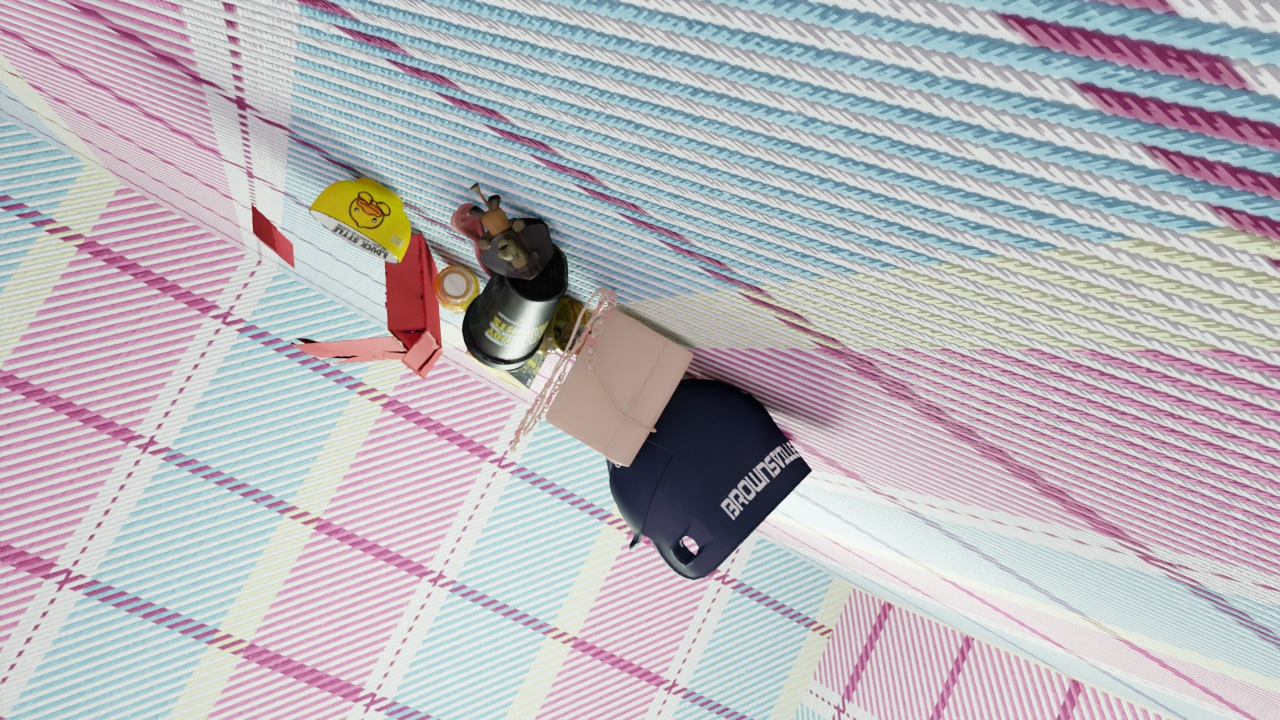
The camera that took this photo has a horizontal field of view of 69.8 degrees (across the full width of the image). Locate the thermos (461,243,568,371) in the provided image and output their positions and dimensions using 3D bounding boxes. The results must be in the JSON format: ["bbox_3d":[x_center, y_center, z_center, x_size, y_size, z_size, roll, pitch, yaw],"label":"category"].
[{"bbox_3d":[-0.139,-0.059,1.011,0.098,0.098,0.221,29,156,-8],"label":"thermos"}]

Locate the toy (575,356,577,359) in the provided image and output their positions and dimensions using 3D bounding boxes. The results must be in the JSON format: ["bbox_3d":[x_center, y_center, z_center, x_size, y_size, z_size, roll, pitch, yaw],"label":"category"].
[{"bbox_3d":[-0.054,0.000,1.351,0.090,0.070,0.103,4,135,37],"label":"toy"}]

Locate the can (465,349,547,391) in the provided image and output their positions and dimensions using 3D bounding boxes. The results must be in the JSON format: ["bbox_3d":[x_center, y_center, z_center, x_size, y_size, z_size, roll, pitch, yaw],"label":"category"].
[{"bbox_3d":[-0.189,-0.026,1.368,0.075,0.104,0.135,24,170,19],"label":"can"}]

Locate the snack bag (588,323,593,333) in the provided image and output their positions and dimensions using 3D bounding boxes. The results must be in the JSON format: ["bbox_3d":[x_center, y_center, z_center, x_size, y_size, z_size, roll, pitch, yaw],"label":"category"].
[{"bbox_3d":[-0.051,-0.026,1.248,0.155,0.018,0.075,34,166,-32],"label":"snack bag"}]

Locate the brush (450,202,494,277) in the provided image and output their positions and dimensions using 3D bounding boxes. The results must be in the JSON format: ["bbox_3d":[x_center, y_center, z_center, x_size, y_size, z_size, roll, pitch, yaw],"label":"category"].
[{"bbox_3d":[-0.174,-0.132,0.991,0.030,0.041,0.172,43,174,17],"label":"brush"}]

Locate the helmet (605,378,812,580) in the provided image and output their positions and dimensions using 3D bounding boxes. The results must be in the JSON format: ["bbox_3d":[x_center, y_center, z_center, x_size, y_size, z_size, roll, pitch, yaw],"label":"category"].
[{"bbox_3d":[0.060,0.140,1.169,0.223,0.231,0.273,44,145,12],"label":"helmet"}]

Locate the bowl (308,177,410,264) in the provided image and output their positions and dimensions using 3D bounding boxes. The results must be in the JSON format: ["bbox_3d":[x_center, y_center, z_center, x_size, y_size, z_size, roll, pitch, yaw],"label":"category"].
[{"bbox_3d":[-0.320,-0.172,1.077,0.117,0.067,0.117,27,170,5],"label":"bowl"}]

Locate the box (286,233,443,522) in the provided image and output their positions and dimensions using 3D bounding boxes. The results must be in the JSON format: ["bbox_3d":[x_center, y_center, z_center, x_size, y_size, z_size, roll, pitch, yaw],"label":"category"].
[{"bbox_3d":[-0.358,0.034,1.272,0.107,0.409,0.212,19,172,-4],"label":"box"}]

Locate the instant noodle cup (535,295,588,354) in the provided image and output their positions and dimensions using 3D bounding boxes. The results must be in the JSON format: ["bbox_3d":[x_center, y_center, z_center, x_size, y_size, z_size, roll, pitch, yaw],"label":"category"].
[{"bbox_3d":[-0.126,-0.048,1.154,0.108,0.102,0.102,9,161,38],"label":"instant noodle cup"}]

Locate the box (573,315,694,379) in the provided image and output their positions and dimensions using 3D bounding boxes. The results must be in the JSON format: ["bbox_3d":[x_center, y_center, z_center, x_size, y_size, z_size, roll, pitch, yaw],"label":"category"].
[{"bbox_3d":[-0.008,0.007,1.207,0.187,0.054,0.079,31,137,-25],"label":"box"}]

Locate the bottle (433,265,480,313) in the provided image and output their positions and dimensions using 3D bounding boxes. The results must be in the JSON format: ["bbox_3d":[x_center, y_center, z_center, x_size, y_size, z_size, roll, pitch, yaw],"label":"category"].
[{"bbox_3d":[-0.260,-0.097,1.315,0.063,0.063,0.109,28,171,0],"label":"bottle"}]

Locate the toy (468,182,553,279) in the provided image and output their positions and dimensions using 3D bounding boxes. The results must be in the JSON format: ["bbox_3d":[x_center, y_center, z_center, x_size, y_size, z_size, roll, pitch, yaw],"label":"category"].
[{"bbox_3d":[-0.128,-0.122,0.867,0.076,0.062,0.100,-25,120,21],"label":"toy"}]

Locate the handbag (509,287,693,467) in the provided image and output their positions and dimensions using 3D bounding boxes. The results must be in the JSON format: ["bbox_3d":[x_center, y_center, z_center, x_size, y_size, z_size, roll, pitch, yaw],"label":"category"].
[{"bbox_3d":[-0.034,0.039,1.001,0.116,0.199,0.187,31,-179,6],"label":"handbag"}]
